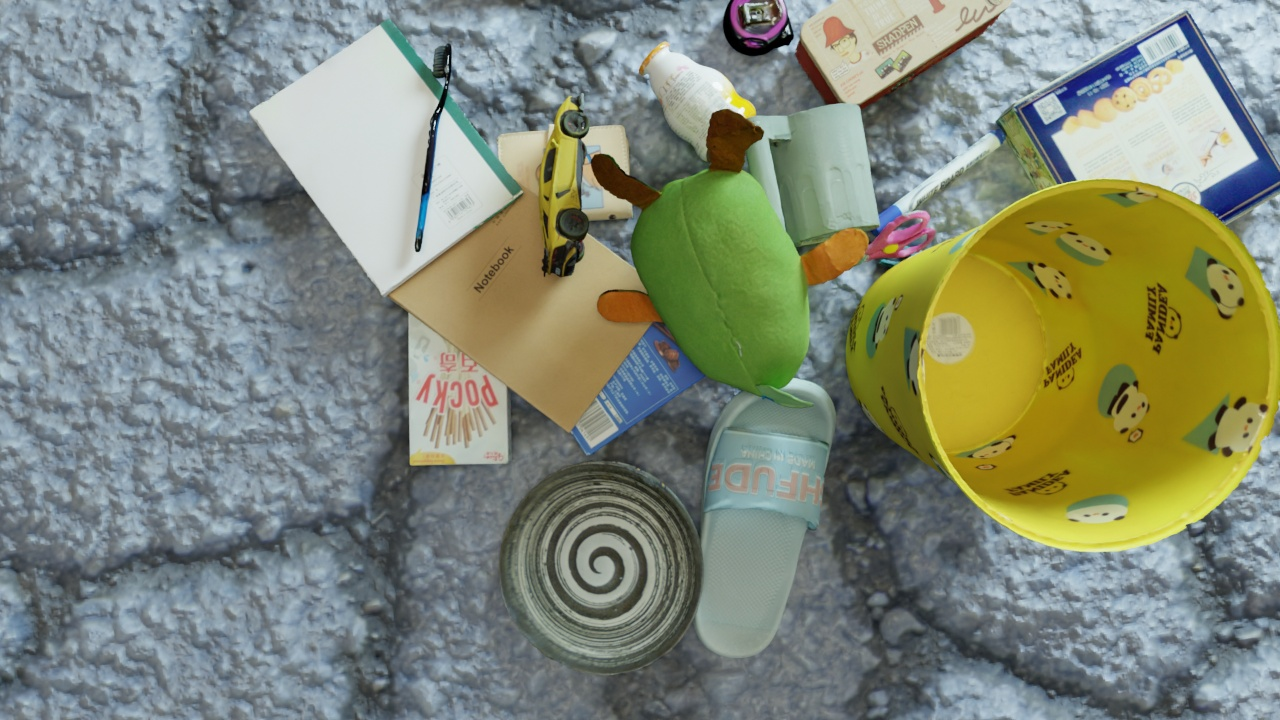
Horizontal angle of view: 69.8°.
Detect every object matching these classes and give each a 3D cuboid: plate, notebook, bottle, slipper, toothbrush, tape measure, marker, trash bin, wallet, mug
[{"bbox_3d":[-0.033,0.175,0.785,0.179,0.024,0.179,-1,87,11],"label":"plate"},{"bbox_3d":[-0.099,-0.058,0.783,0.207,0.008,0.147,37,84,2],"label":"notebook"},{"bbox_3d":[0.048,-0.224,0.792,0.063,0.063,0.108,-45,90,-3],"label":"bottle"},{"bbox_3d":[0.099,0.133,0.774,0.104,0.074,0.245,13,89,0],"label":"slipper"},{"bbox_3d":[-0.178,-0.182,0.777,0.016,0.014,0.189,5,80,4],"label":"toothbrush"},{"bbox_3d":[0.102,-0.300,0.808,0.058,0.039,0.057,-13,88,-2],"label":"tape measure"},{"bbox_3d":[0.264,-0.159,0.818,0.145,0.017,0.017,-37,89,-2],"label":"marker"},{"bbox_3d":[0.277,-0.001,0.685,0.229,0.255,0.229,0,93,-2],"label":"trash bin"},{"bbox_3d":[-0.220,-0.179,0.791,0.150,0.012,0.209,-37,79,-4],"label":"notebook"},{"bbox_3d":[-0.066,-0.165,0.808,0.115,0.024,0.087,-4,93,1],"label":"wallet"},{"bbox_3d":[0.139,-0.152,0.771,0.123,0.084,0.103,-12,90,-36],"label":"mug"}]

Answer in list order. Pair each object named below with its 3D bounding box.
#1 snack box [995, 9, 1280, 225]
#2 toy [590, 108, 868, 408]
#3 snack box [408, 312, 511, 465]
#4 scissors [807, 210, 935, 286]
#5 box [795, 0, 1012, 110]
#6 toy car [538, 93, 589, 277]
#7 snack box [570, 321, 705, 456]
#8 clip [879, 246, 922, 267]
[{"bbox_3d":[0.440,-0.184,0.808,0.178,0.046,0.182,-29,89,-2],"label":"snack box"},{"bbox_3d":[0.063,-0.071,0.720,0.227,0.089,0.247,-11,118,27],"label":"toy"},{"bbox_3d":[-0.157,0.012,0.797,0.084,0.027,0.156,-1,87,-2],"label":"snack box"},{"bbox_3d":[0.191,-0.089,0.797,0.134,0.057,0.017,-27,54,17],"label":"scissors"},{"bbox_3d":[0.224,-0.292,0.800,0.168,0.076,0.091,-32,90,4],"label":"box"},{"bbox_3d":[-0.063,-0.143,0.754,0.041,0.071,0.155,3,77,-7],"label":"toy car"},{"bbox_3d":[-0.005,0.005,0.800,0.157,0.026,0.084,-34,89,-2],"label":"snack box"},{"bbox_3d":[0.241,-0.090,0.816,0.056,0.014,0.043,13,89,-2],"label":"clip"}]
